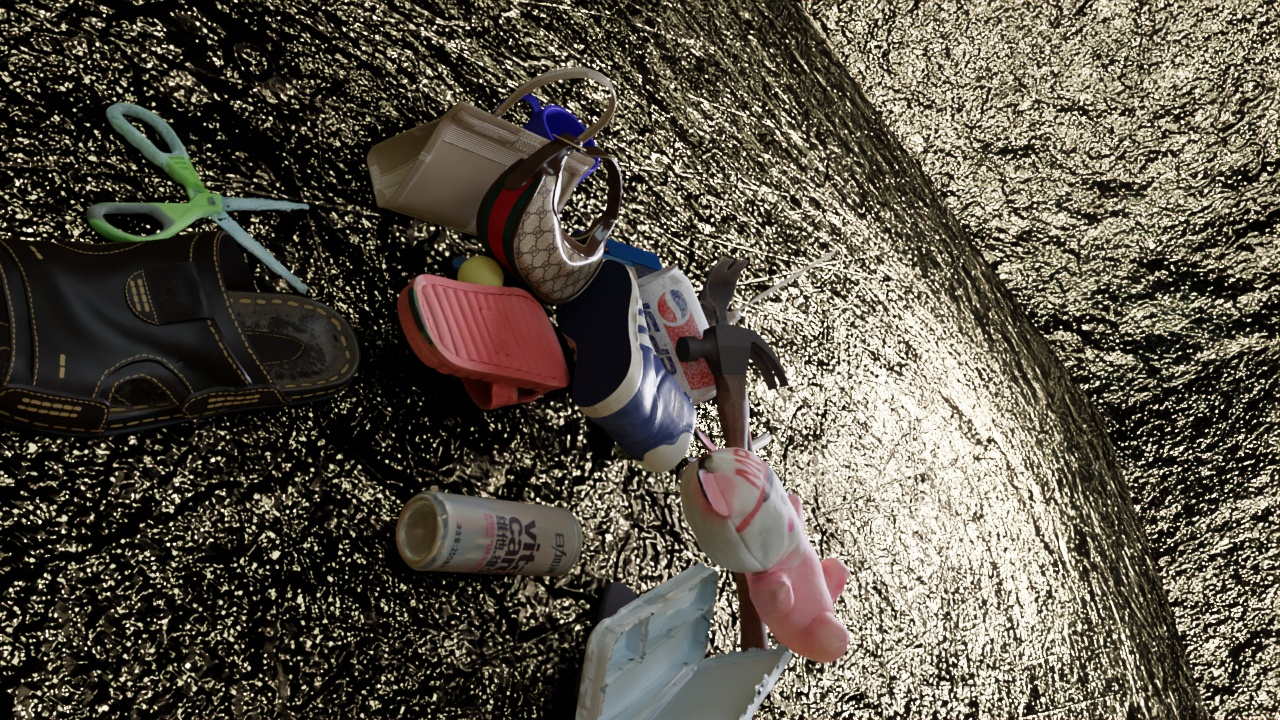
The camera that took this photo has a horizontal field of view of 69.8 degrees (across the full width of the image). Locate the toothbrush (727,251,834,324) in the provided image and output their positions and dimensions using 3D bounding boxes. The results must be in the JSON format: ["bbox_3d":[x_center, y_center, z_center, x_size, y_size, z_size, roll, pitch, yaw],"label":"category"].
[{"bbox_3d":[0.164,-0.084,1.123,0.010,0.182,0.010,10,57,-45],"label":"toothbrush"}]

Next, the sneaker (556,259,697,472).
[{"bbox_3d":[-0.005,0.005,0.866,0.118,0.091,0.232,48,14,-30],"label":"sneaker"}]

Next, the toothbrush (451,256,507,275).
[{"bbox_3d":[-0.116,-0.090,0.883,0.166,0.014,0.016,-2,65,-56],"label":"toothbrush"}]

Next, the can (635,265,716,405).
[{"bbox_3d":[0.034,-0.023,0.955,0.136,0.078,0.078,67,29,-10],"label":"can"}]

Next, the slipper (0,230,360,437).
[{"bbox_3d":[-0.270,-0.021,0.533,0.267,0.076,0.113,4,59,-54],"label":"slipper"}]

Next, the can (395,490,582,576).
[{"bbox_3d":[-0.106,0.127,0.661,0.135,0.054,0.054,18,48,-48],"label":"can"}]

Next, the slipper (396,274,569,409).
[{"bbox_3d":[-0.129,-0.011,0.748,0.103,0.059,0.248,66,16,10],"label":"slipper"}]

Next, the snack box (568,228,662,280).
[{"bbox_3d":[-0.020,-0.092,1.014,0.150,0.027,0.082,11,53,-52],"label":"snack box"}]

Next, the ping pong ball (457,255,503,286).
[{"bbox_3d":[-0.140,-0.072,0.805,0.040,0.040,0.040,36,37,-33],"label":"ping pong ball"}]

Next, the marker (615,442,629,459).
[{"bbox_3d":[-0.016,0.036,0.913,0.017,0.017,0.146,36,37,-33],"label":"marker"}]

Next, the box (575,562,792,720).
[{"bbox_3d":[0.053,0.239,0.697,0.215,0.125,0.107,-8,112,-62],"label":"box"}]

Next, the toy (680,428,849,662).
[{"bbox_3d":[0.108,0.162,0.819,0.213,0.084,0.141,54,24,-13],"label":"toy"}]

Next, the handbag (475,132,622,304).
[{"bbox_3d":[-0.073,-0.132,0.824,0.063,0.138,0.166,34,-9,27],"label":"handbag"}]

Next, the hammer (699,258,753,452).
[{"bbox_3d":[0.103,0.031,1.001,0.035,0.138,0.313,2,57,-10],"label":"hammer"}]

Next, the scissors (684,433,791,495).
[{"bbox_3d":[0.118,0.125,1.031,0.187,0.015,0.178,46,34,-19],"label":"scissors"}]

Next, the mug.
[{"bbox_3d":[-0.109,-0.218,0.942,0.111,0.084,0.079,54,30,-7],"label":"mug"}]

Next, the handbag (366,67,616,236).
[{"bbox_3d":[-0.105,-0.186,0.803,0.175,0.198,0.062,11,54,-51],"label":"handbag"}]

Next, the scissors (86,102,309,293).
[{"bbox_3d":[-0.300,-0.113,0.634,0.167,0.023,0.171,56,28,8],"label":"scissors"}]

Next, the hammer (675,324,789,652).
[{"bbox_3d":[0.099,0.124,0.896,0.115,0.033,0.322,2,77,-30],"label":"hammer"}]

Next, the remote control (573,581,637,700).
[{"bbox_3d":[-0.022,0.229,0.735,0.046,0.009,0.124,47,32,-19],"label":"remote control"}]
